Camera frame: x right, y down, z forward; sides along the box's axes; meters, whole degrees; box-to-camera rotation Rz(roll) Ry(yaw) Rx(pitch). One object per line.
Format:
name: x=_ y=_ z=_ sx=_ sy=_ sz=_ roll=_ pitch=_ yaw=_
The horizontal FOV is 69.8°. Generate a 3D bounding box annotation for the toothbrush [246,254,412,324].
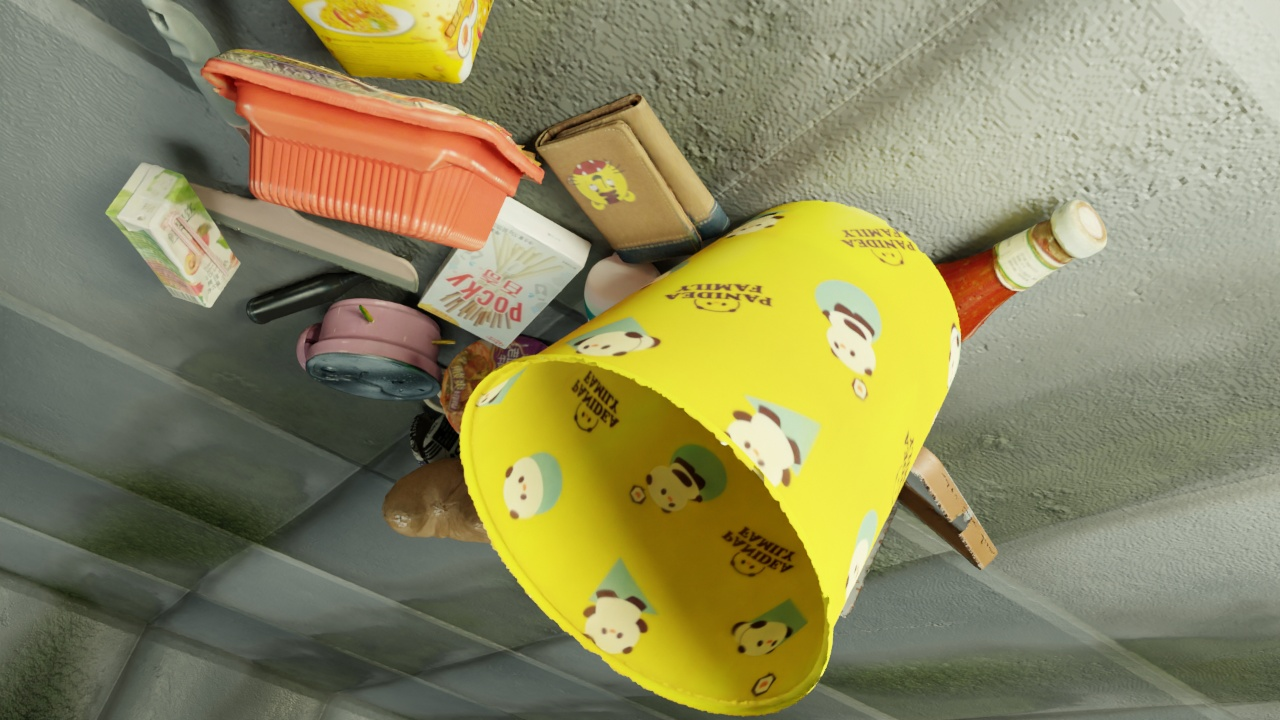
toothbrush: x=-0.273 y=-0.063 z=0.802 sx=0.213 sy=0.027 sz=0.026 roll=-10 pitch=166 yaw=34

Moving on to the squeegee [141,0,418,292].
squeegee: x=-0.280 y=-0.163 z=0.637 sx=0.248 sy=0.040 sz=0.250 roll=20 pitch=155 yaw=7

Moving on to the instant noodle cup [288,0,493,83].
instant noodle cup: x=-0.131 y=-0.210 z=0.459 sx=0.116 sy=0.116 sz=0.124 roll=8 pitch=158 yaw=11

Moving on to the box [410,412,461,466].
box: x=-0.202 y=0.118 z=1.008 sx=0.081 sy=0.074 sz=0.163 roll=6 pitch=150 yaw=30

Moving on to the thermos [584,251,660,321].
thermos: x=-0.004 y=0.004 z=0.752 sx=0.073 sy=0.073 sz=0.224 roll=8 pitch=146 yaw=11

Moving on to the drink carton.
drink carton: x=-0.366 y=-0.096 z=0.729 sx=0.045 sy=0.053 sz=0.123 roll=19 pitch=154 yaw=6

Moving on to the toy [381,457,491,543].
toy: x=-0.131 y=0.140 z=0.876 sx=0.226 sy=0.143 sz=0.082 roll=3 pitch=105 yaw=24

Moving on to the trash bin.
trash bin: x=0.063 y=0.035 z=0.557 sx=0.230 sy=0.254 sz=0.230 roll=23 pitch=133 yaw=27

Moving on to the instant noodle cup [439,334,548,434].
instant noodle cup: x=-0.119 y=0.045 z=0.838 sx=0.111 sy=0.111 sz=0.099 roll=13 pitch=157 yaw=3

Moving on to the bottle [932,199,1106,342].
bottle: x=0.210 y=-0.041 z=0.614 sx=0.059 sy=0.059 sz=0.207 roll=28 pitch=144 yaw=-20

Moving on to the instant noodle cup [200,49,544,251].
instant noodle cup: x=-0.154 y=-0.118 z=0.558 sx=0.164 sy=0.079 sz=0.188 roll=14 pitch=-175 yaw=4

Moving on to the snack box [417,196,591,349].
snack box: x=-0.112 y=-0.067 z=0.732 sx=0.084 sy=0.026 sz=0.157 roll=28 pitch=144 yaw=-18

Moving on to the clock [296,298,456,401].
clock: x=-0.245 y=-0.005 z=0.832 sx=0.117 sy=0.059 sz=0.159 roll=21 pitch=153 yaw=-36

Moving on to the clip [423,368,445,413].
clip: x=-0.181 y=0.046 z=0.911 sx=0.034 sy=0.061 sz=0.097 roll=-23 pitch=121 yaw=43

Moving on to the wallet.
wallet: x=-0.005 y=-0.117 z=0.612 sx=0.090 sy=0.033 sz=0.115 roll=-9 pitch=136 yaw=34

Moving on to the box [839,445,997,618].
box: x=0.187 y=0.131 z=0.781 sx=0.193 sy=0.156 sz=0.183 roll=12 pitch=156 yaw=49
